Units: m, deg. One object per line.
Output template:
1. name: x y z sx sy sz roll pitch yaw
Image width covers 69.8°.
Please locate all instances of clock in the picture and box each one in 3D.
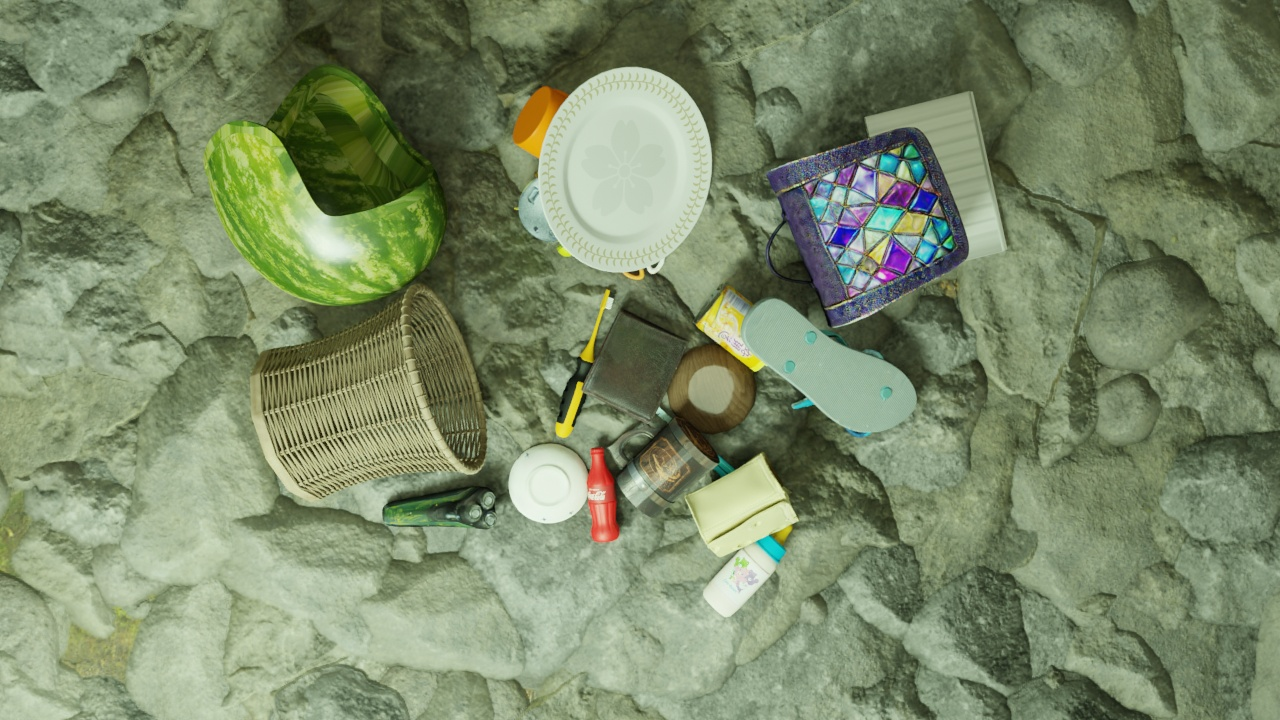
1. clock: -0.097 -0.179 1.139 0.119 0.057 0.083 34 91 -4

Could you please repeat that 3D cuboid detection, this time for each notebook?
1. notebook: 0.381 -0.227 1.181 0.142 0.009 0.210 -14 94 -1

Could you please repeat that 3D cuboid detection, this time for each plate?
1. plate: -0.118 0.160 1.174 0.104 0.026 0.104 0 94 -3
2. plate: -0.017 -0.227 1.106 0.242 0.016 0.243 -12 113 -30

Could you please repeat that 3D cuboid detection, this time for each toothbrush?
1. toothbrush: -0.071 0.004 1.167 0.031 0.031 0.196 18 88 -18

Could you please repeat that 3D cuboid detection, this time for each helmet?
1. helmet: -0.350 -0.176 1.043 0.247 0.212 0.244 42 129 -13

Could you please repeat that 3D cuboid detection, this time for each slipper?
1. slipper: 0.226 0.011 1.140 0.268 0.055 0.098 28 92 -22

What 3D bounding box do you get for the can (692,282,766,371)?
1. can: 0.127 -0.042 1.152 0.105 0.067 0.067 37 91 -4

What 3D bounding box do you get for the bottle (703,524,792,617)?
1. bottle: 0.144 0.263 1.180 0.051 0.051 0.146 43 91 -4

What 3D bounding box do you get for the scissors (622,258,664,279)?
1. scissors: -0.010 -0.167 1.165 0.064 0.013 0.128 -18 95 -2

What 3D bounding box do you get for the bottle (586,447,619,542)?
1. bottle: -0.050 0.170 1.173 0.036 0.036 0.119 -6 94 -2

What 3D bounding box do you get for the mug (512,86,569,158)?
1. mug: -0.092 -0.285 1.115 0.096 0.078 0.112 26 49 -33

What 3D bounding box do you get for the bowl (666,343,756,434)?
1. bowl: 0.093 0.038 1.174 0.118 0.030 0.118 0 94 -3

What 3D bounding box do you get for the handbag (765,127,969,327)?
1. handbag: 0.259 -0.163 1.121 0.222 0.125 0.205 -23 94 5

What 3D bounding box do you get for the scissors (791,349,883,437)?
1. scissors: 0.263 0.046 1.192 0.134 0.011 0.137 -22 96 -4

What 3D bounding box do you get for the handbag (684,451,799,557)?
1. handbag: 0.131 0.185 1.140 0.119 0.111 0.081 -29 53 6

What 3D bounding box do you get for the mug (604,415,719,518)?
1. mug: 0.023 0.121 1.153 0.107 0.080 0.115 -44 66 11

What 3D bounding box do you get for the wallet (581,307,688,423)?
1. wallet: -0.007 0.007 1.157 0.099 0.031 0.119 26 77 -5

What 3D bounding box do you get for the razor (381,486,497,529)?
1. razor: -0.254 0.189 1.152 0.151 0.067 0.054 -5 90 6

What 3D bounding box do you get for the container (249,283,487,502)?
1. container: -0.312 0.046 1.068 0.196 0.226 0.227 -16 94 5

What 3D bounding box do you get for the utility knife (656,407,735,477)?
1. utility knife: 0.081 0.119 1.188 0.181 0.015 0.022 40 111 -2
